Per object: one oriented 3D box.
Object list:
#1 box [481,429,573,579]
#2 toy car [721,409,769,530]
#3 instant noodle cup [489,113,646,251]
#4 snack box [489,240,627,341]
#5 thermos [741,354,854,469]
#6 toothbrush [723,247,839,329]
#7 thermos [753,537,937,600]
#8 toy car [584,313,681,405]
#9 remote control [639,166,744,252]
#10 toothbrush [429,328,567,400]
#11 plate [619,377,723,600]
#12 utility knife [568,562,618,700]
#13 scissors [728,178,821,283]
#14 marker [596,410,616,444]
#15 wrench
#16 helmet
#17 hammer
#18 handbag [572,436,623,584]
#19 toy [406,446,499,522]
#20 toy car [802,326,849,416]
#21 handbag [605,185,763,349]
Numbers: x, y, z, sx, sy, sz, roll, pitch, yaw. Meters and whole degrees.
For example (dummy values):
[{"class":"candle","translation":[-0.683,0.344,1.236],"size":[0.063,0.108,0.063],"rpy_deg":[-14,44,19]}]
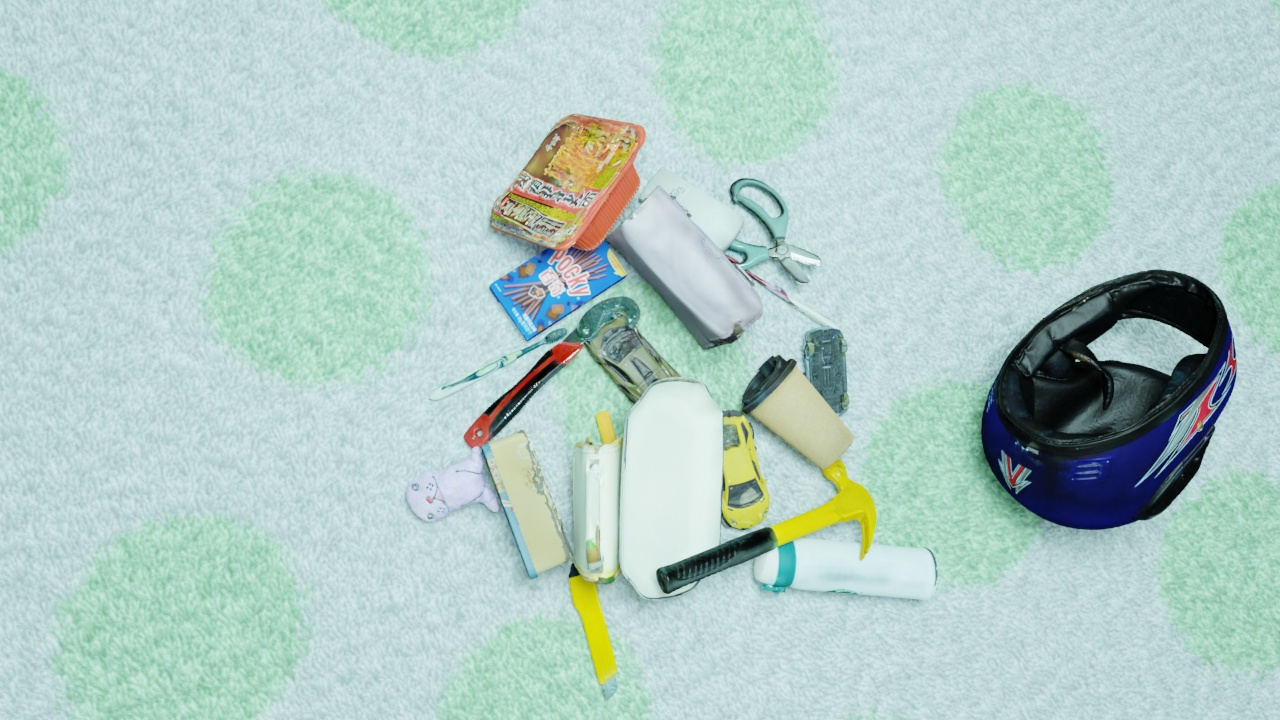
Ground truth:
[{"class":"box","translation":[-0.134,0.176,1.099],"size":[0.062,0.090,0.184],"rpy_deg":[-18,82,-11]},{"class":"toy car","translation":[0.122,0.139,1.167],"size":[0.071,0.041,0.156],"rpy_deg":[-14,88,-9]},{"class":"instant noodle cup","translation":[-0.080,-0.211,1.128],"size":[0.188,0.165,0.079],"rpy_deg":[-57,137,-9]},{"class":"snack box","translation":[-0.103,-0.101,1.166],"size":[0.157,0.026,0.084],"rpy_deg":[-34,89,-11]},{"class":"thermos","translation":[0.198,0.066,1.158],"size":[0.143,0.093,0.093],"rpy_deg":[43,79,0]},{"class":"toothbrush","translation":[0.188,-0.092,1.216],"size":[0.187,0.016,0.017],"rpy_deg":[33,70,-3]},{"class":"thermos","translation":[0.256,0.264,1.161],"size":[0.224,0.073,0.073],"rpy_deg":[6,83,-8]},{"class":"toy car","translation":[-0.007,0.007,1.163],"size":[0.070,0.042,0.158],"rpy_deg":[-43,89,-11]},{"class":"remote control","translation":[0.067,-0.195,1.192],"size":[0.135,0.019,0.056],"rpy_deg":[33,79,10]},{"class":"toothbrush","translation":[-0.177,0.004,1.148],"size":[0.191,0.018,0.016],"rpy_deg":[-27,89,-11]},{"class":"plate","translation":[0.031,0.152,1.103],"size":[0.161,0.034,0.265],"rpy_deg":[-1,93,-40]},{"class":"utility knife","translation":[-0.057,0.332,1.131],"size":[0.033,0.015,0.173],"rpy_deg":[-14,87,-4]},{"class":"scissors","translation":[0.165,-0.173,1.203],"size":[0.177,0.019,0.169],"rpy_deg":[16,74,7]},{"class":"marker","translation":[-0.032,0.123,1.159],"size":[0.018,0.015,0.124],"rpy_deg":[-16,89,10]},{"class":"wrench","translation":[-0.113,0.012,1.143],"size":[0.273,0.016,0.056],"rpy_deg":[-40,64,-4]},{"class":"helmet","translation":[0.582,0.067,1.141],"size":[0.315,0.247,0.240],"rpy_deg":[-41,134,-3]},{"class":"hammer","translation":[0.158,0.216,1.114],"size":[0.300,0.033,0.128],"rpy_deg":[-17,55,-21]},{"class":"handbag","translation":[-0.053,0.173,1.064],"size":[0.063,0.178,0.163],"rpy_deg":[-1,89,4]},{"class":"toy","translation":[-0.230,0.158,1.107],"size":[0.108,0.039,0.084],"rpy_deg":[-20,97,3]},{"class":"toy car","translation":[0.242,0.016,1.202],"size":[0.054,0.037,0.120],"rpy_deg":[-6,95,-10]},{"class":"handbag","translation":[0.057,-0.113,1.123],"size":[0.098,0.145,0.197],"rpy_deg":[-43,97,0]}]
